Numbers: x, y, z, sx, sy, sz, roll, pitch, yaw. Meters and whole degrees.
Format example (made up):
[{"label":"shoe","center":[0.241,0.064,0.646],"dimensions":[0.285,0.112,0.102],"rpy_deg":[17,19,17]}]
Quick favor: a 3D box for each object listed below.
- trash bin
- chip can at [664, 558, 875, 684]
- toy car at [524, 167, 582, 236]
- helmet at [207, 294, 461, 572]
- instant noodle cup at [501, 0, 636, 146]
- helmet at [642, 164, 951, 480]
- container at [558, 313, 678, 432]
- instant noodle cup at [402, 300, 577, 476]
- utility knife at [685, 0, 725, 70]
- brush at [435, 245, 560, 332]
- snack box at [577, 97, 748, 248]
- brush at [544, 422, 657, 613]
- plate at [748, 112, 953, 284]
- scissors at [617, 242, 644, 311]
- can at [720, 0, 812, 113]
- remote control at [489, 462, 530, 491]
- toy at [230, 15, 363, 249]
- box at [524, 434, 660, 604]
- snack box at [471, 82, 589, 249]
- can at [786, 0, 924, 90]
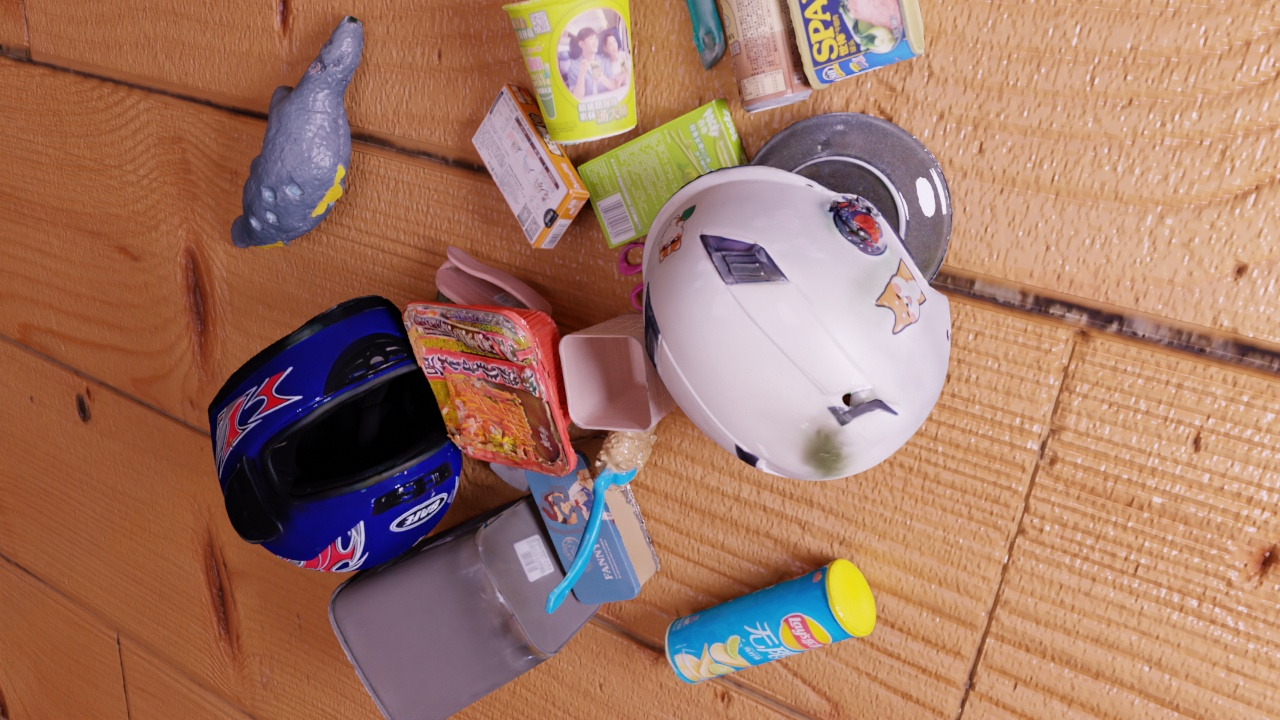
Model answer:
[{"label":"trash bin","center":[-0.186,0.270,1.023],"dimensions":[0.220,0.198,0.198],"rpy_deg":[-33,89,28]},{"label":"chip can","center":[0.121,0.259,0.897],"dimensions":[0.211,0.071,0.071],"rpy_deg":[-30,90,35]},{"label":"toy car","center":[-0.085,-0.151,0.897],"dimensions":[0.091,0.034,0.043],"rpy_deg":[-42,67,35]},{"label":"helmet","center":[-0.308,0.098,0.982],"dimensions":[0.317,0.246,0.240],"rpy_deg":[-33,89,47]},{"label":"instant noodle cup","center":[-0.053,-0.258,0.806],"dimensions":[0.112,0.111,0.123],"rpy_deg":[3,115,30]},{"label":"helmet","center":[0.111,-0.006,0.720],"dimensions":[0.274,0.156,0.231],"rpy_deg":[41,128,-15]},{"label":"container","center":[-0.005,0.005,0.860],"dimensions":[0.090,0.110,0.090],"rpy_deg":[1,107,31]},{"label":"instant noodle cup","center":[-0.132,0.017,0.885],"dimensions":[0.165,0.078,0.189],"rpy_deg":[9,127,35]},{"label":"utility knife","center":[0.038,-0.338,0.773],"dimensions":[0.029,0.013,0.182],"rpy_deg":[-12,100,32]},{"label":"brush","center":[-0.155,-0.061,0.958],"dimensions":[0.146,0.063,0.073],"rpy_deg":[35,125,19]},{"label":"snack box","center":[0.022,-0.167,0.834],"dimensions":[0.157,0.026,0.086],"rpy_deg":[-18,98,34]},{"label":"brush","center":[-0.035,0.131,0.848],"dimensions":[0.046,0.253,0.083],"rpy_deg":[20,129,5]},{"label":"plate","center":[0.162,-0.112,0.755],"dimensions":[0.180,0.024,0.180],"rpy_deg":[10,116,20]},{"label":"scissors","center":[0.035,-0.102,0.860],"dimensions":[0.138,0.017,0.073],"rpy_deg":[-29,81,31]},{"label":"can","center":[0.099,-0.262,0.735],"dimensions":[0.059,0.058,0.116],"rpy_deg":[-5,104,32]},{"label":"remote control","center":[-0.123,0.074,1.010],"dimensions":[0.058,0.021,0.150],"rpy_deg":[32,120,18]},{"label":"toy","center":[-0.389,-0.220,1.036],"dimensions":[0.357,0.091,0.137],"rpy_deg":[-48,52,32]},{"label":"box","center":[-0.048,0.175,0.978],"dimensions":[0.090,0.061,0.184],"rpy_deg":[-20,94,35]},{"label":"snack box","center":[-0.108,-0.186,0.877],"dimensions":[0.075,0.026,0.153],"rpy_deg":[-49,59,34]},{"label":"can","center":[0.163,-0.269,0.697],"dimensions":[0.083,0.057,0.102],"rpy_deg":[-10,102,31]}]
